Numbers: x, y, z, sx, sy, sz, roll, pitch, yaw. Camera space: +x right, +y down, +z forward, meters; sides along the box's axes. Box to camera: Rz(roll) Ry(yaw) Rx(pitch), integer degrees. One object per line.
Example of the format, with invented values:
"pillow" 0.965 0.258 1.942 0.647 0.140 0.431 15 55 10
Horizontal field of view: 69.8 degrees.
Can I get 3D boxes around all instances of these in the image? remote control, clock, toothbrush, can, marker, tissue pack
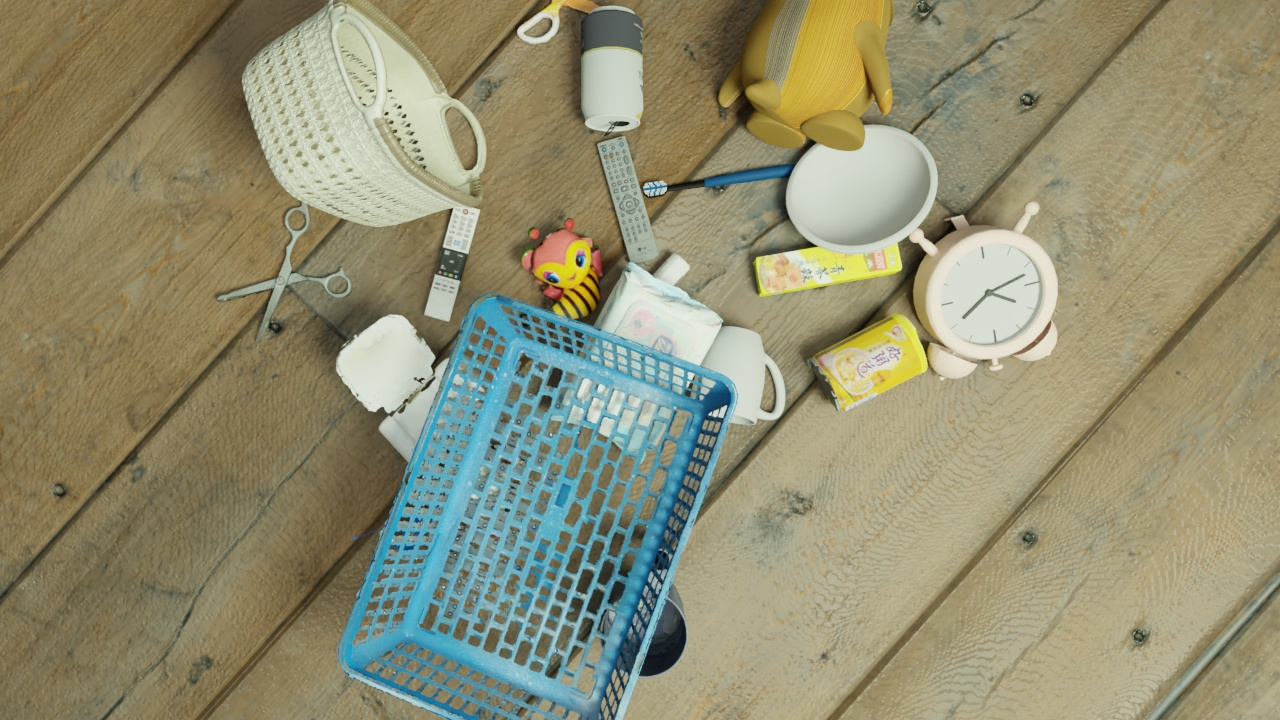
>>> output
"remote control" -0.013 -0.169 0.974 0.033 0.013 0.136 -16 88 1
"clock" 0.347 -0.069 0.938 0.131 0.086 0.160 -13 97 2
"toothbrush" 0.086 -0.191 0.973 0.168 0.014 0.014 -8 77 2
"remote control" -0.200 -0.104 0.979 0.028 0.012 0.124 15 89 2
"can" -0.029 -0.296 0.953 0.064 0.064 0.127 0 88 2
"marker" 0.002 -0.060 0.966 0.025 0.025 0.126 43 90 2
"can" -0.144 0.137 0.935 0.043 0.086 0.086 15 89 2
"can" 0.232 0.003 0.936 0.105 0.067 0.067 -27 88 1
"tissue pack" -0.006 0.005 0.927 0.112 0.070 0.182 27 97 -12

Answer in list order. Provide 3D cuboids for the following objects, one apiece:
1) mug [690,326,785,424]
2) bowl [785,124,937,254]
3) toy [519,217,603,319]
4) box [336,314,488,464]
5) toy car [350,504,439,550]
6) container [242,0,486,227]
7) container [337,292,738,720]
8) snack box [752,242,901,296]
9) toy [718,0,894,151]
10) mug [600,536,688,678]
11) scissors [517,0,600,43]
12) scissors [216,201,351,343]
"mug" 0.108 0.019 0.947 0.107 0.071 0.089 18 79 -25
"bowl" 0.227 -0.167 0.939 0.150 0.043 0.149 -9 64 19
"toy" -0.077 -0.094 0.959 0.084 0.046 0.103 -19 98 -21
"box" -0.233 0.023 0.922 0.137 0.126 0.108 43 90 5
"toy car" -0.250 0.167 0.961 0.062 0.033 0.092 35 90 -5
"container" -0.256 -0.225 0.877 0.143 0.246 0.184 -21 84 10
"container" -0.087 0.148 0.837 0.257 0.089 0.362 20 86 8
"snack box" 0.194 -0.099 0.959 0.148 0.029 0.040 -10 88 1
"toy" 0.185 -0.324 0.919 0.199 0.162 0.203 15 86 42
"mug" 0.009 0.241 0.918 0.084 0.104 0.124 10 88 2
"scissors" -0.088 -0.386 0.984 0.125 0.011 0.127 24 91 4
"scissors" -0.380 -0.101 0.985 0.141 0.014 0.173 4 87 -1
